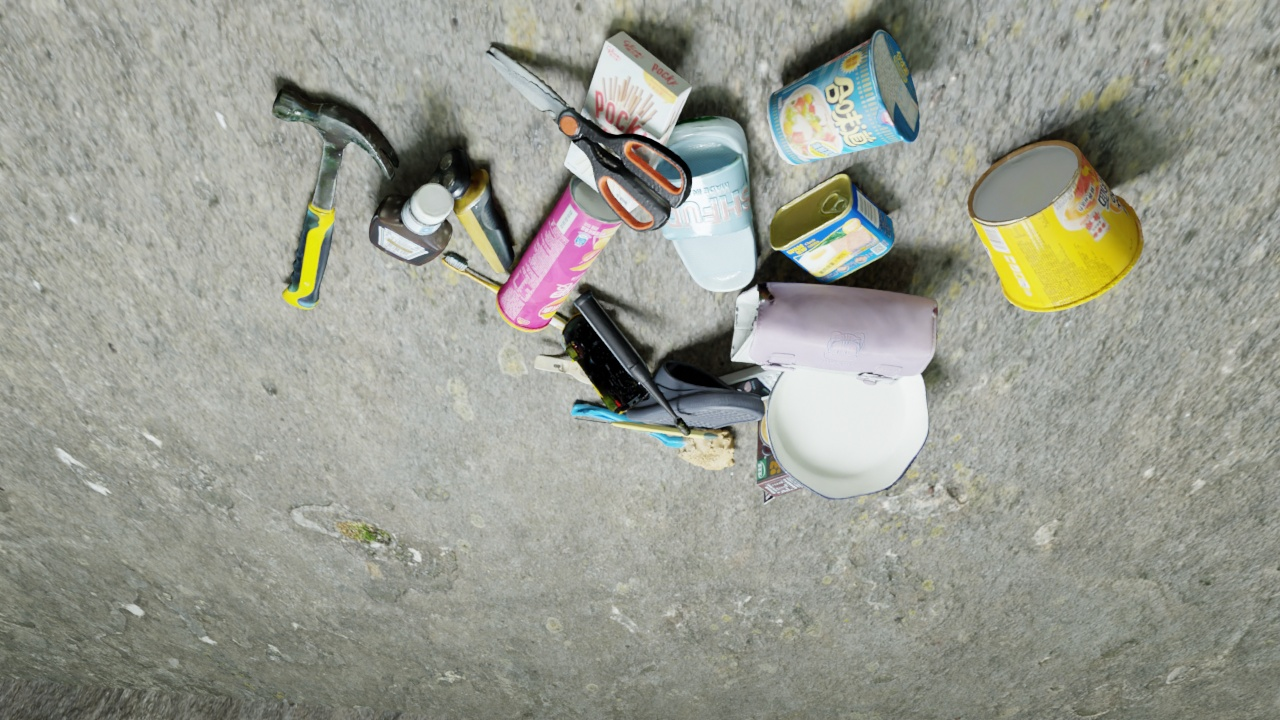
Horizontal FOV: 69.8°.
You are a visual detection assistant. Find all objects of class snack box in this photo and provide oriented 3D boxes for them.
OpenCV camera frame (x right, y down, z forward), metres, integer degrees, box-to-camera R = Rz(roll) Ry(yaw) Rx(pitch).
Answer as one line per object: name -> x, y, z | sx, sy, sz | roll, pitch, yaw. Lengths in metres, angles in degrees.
snack box -> -0.016, -0.218, 0.860 | 0.084, 0.026, 0.157 | 40, 143, 9
snack box -> 0.205, 0.121, 1.246 | 0.126, 0.113, 0.053 | -25, 134, 34

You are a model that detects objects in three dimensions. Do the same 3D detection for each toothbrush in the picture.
toothbrush -> -0.154, -0.080, 1.110 | 0.191, 0.016, 0.018 | 29, 130, -27
toothbrush -> -0.007, 0.006, 1.100 | 0.026, 0.027, 0.212 | -38, 92, 1

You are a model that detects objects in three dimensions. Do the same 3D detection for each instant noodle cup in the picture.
instant noodle cup -> 0.385, -0.133, 0.871 | 0.138, 0.137, 0.110 | -24, 125, 35
instant noodle cup -> 0.175, -0.223, 0.810 | 0.110, 0.099, 0.099 | -12, 141, 36

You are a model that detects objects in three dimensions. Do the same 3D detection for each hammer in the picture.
hammer -> -0.354, -0.157, 1.020 | 0.126, 0.031, 0.324 | 19, 142, -15

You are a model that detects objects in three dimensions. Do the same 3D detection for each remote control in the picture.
remote control -> 0.175, 0.025, 1.199 | 0.150, 0.021, 0.058 | -19, 137, 29

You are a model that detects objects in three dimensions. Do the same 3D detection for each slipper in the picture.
slipper -> 0.073, 0.042, 1.181 | 0.110, 0.083, 0.269 | 11, 169, -23
slipper -> 0.067, -0.145, 0.940 | 0.104, 0.074, 0.246 | -4, 144, 15

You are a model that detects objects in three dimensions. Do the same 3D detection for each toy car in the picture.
toy car -> -0.043, 0.000, 1.152 | 0.071, 0.041, 0.156 | -39, 118, -5

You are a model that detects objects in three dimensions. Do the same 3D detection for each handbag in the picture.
handbag -> 0.211, -0.031, 1.023 | 0.197, 0.098, 0.145 | 7, 166, -3

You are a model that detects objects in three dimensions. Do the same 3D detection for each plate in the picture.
plate -> 0.252, 0.068, 1.135 | 0.205, 0.205, 0.045 | 13, -172, -9

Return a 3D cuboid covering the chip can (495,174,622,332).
chip can -> -0.088, -0.115, 1.005 | 0.071, 0.071, 0.211 | 21, 141, -20

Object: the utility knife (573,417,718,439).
utility knife -> 0.003, 0.089, 1.252 | 0.211, 0.022, 0.031 | 11, 180, 20

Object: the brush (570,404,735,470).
brush -> 0.024, 0.103, 1.319 | 0.254, 0.045, 0.083 | 18, 146, -9

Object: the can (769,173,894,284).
can -> 0.199, -0.133, 0.952 | 0.083, 0.057, 0.102 | 31, 137, -34

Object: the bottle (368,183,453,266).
bottle -> -0.232, -0.142, 0.945 | 0.080, 0.044, 0.195 | 27, 166, -19

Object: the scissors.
scissors -> -0.044, -0.219, 0.837 | 0.142, 0.021, 0.235 | -19, 113, 39

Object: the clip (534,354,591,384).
clip -> -0.087, 0.010, 1.197 | 0.100, 0.034, 0.071 | 8, -179, -3

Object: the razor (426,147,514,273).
razor -> -0.177, -0.152, 0.986 | 0.067, 0.062, 0.167 | -19, 147, 2
